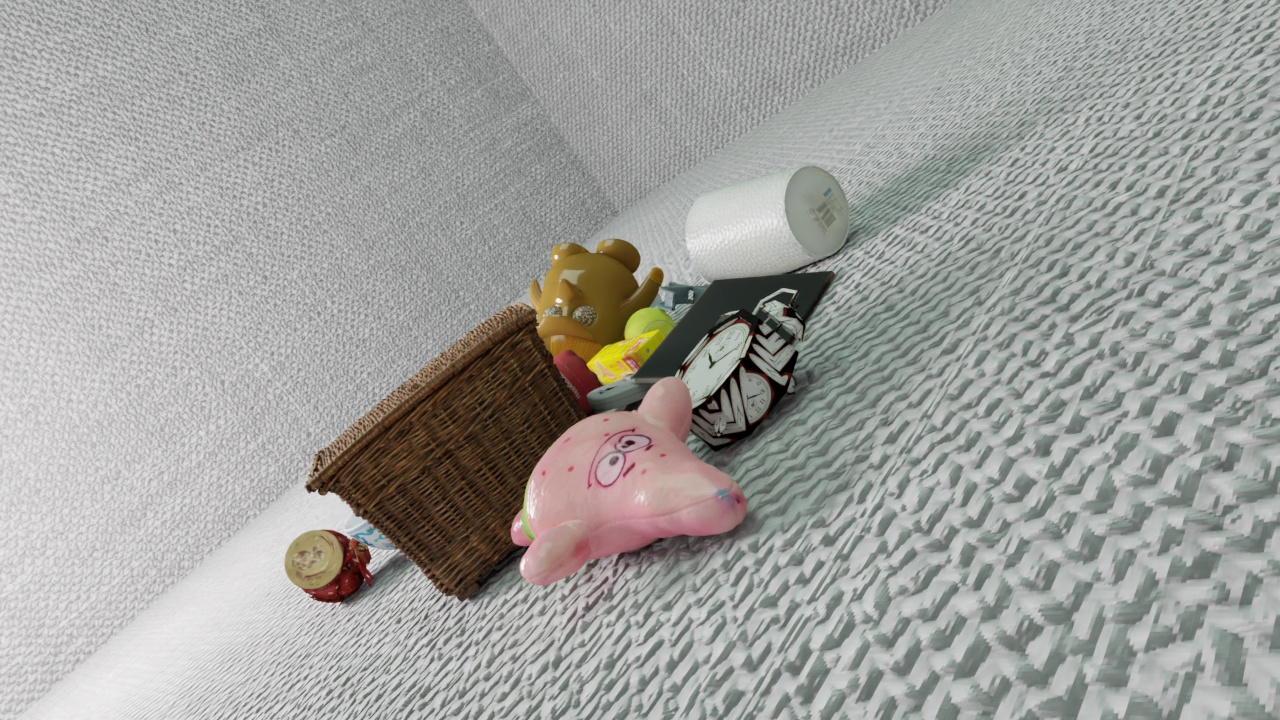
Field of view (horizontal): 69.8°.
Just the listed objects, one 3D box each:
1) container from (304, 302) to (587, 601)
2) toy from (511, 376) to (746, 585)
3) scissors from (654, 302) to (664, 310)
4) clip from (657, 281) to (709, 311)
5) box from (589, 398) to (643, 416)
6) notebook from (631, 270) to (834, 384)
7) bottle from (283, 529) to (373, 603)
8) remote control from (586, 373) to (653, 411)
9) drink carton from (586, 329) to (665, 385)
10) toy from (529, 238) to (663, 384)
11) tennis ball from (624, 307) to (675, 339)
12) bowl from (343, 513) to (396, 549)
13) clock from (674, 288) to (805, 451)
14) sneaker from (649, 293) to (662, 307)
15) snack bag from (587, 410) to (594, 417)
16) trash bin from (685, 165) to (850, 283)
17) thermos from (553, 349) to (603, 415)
[{"bbox_3d":[-0.157,0.089,0.876,0.249,0.183,0.162,-40,13,-10],"label":"container"},{"bbox_3d":[-0.012,0.095,0.676,0.237,0.097,0.191,-5,41,55],"label":"toy"},{"bbox_3d":[-0.001,-0.027,1.205,0.132,0.012,0.097,-47,-19,-42],"label":"scissors"},{"bbox_3d":[0.042,-0.084,1.183,0.127,0.028,0.167,5,9,-1],"label":"clip"},{"bbox_3d":[-0.008,0.061,0.932,0.064,0.033,0.210,-42,12,-11],"label":"box"},{"bbox_3d":[0.098,-0.035,0.927,0.142,0.008,0.208,-2,31,32],"label":"notebook"},{"bbox_3d":[-0.376,0.249,1.126,0.098,0.099,0.111,-40,-14,-15],"label":"bottle"},{"bbox_3d":[0.019,0.017,0.939,0.151,0.019,0.074,-20,7,-13],"label":"remote control"},{"bbox_3d":[-0.006,0.006,1.070,0.042,0.058,0.135,-45,15,-26],"label":"drink carton"},{"bbox_3d":[-0.078,-0.053,1.212,0.199,0.162,0.202,-1,56,23],"label":"toy"},{"bbox_3d":[0.013,-0.034,1.151,0.065,0.065,0.065,-35,12,8],"label":"tennis ball"},{"bbox_3d":[-0.282,0.187,1.128,0.144,0.074,0.143,-35,12,8],"label":"bowl"},{"bbox_3d":[0.090,0.005,0.770,0.154,0.065,0.115,-57,17,-17],"label":"clock"},{"bbox_3d":[-0.082,-0.052,1.435,0.243,0.091,0.089,-33,11,15],"label":"sneaker"},{"bbox_3d":[-0.135,0.100,1.086,0.205,0.058,0.096,-37,14,-14],"label":"snack bag"},{"bbox_3d":[0.155,-0.161,1.097,0.133,0.133,0.162,-44,19,-30],"label":"trash bin"},{"bbox_3d":[-0.147,0.087,0.994,0.239,0.073,0.073,-40,12,-12],"label":"thermos"}]
